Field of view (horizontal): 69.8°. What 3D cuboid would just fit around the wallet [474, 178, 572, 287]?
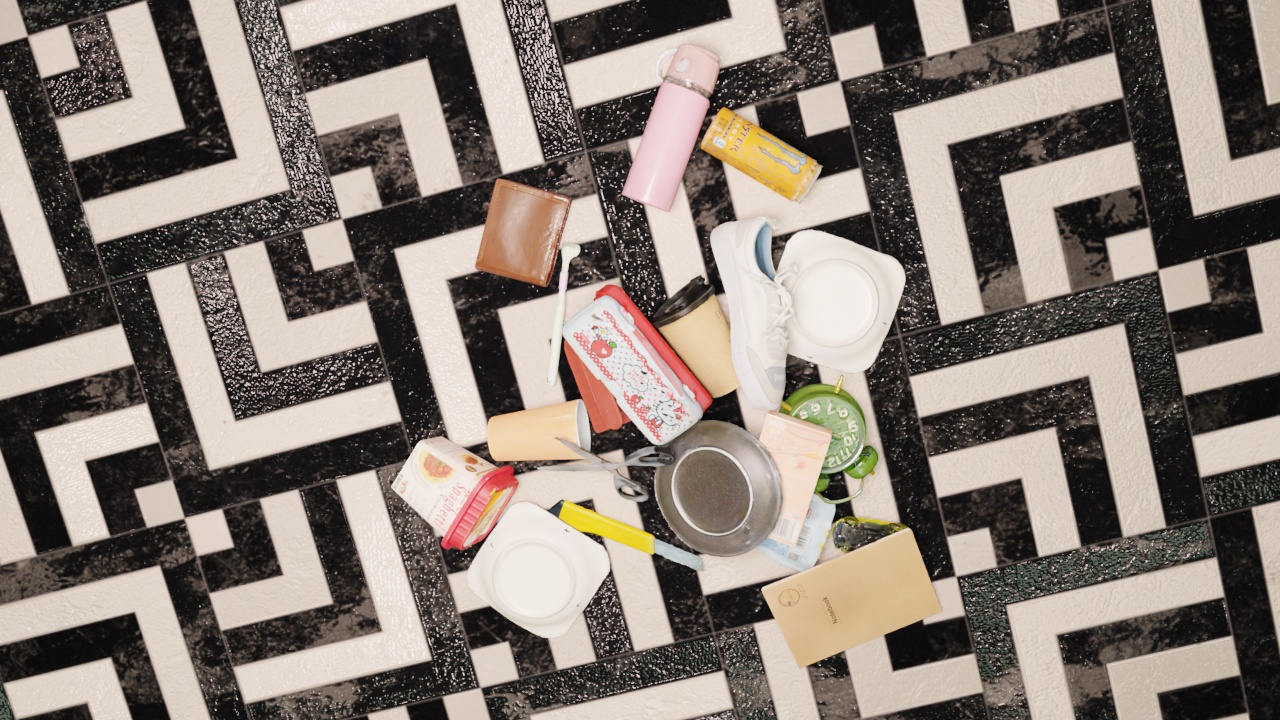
[{"bbox_3d":[-0.152,-0.165,1.184,0.101,0.032,0.124,16,97,4],"label":"wallet"}]

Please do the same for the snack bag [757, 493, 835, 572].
[{"bbox_3d":[0.151,0.205,1.210,0.191,0.038,0.110,19,104,3],"label":"snack bag"}]

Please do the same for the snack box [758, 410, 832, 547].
[{"bbox_3d":[0.179,0.148,1.154,0.084,0.026,0.157,19,105,14],"label":"snack box"}]

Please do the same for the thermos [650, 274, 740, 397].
[{"bbox_3d":[0.079,-0.028,1.163,0.093,0.093,0.143,-32,102,6],"label":"thermos"}]

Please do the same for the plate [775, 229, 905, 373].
[{"bbox_3d":[0.246,-0.074,1.174,0.163,0.034,0.164,19,97,1],"label":"plate"}]

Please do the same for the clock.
[{"bbox_3d":[0.240,0.107,1.184,0.116,0.056,0.161,-19,96,6],"label":"clock"}]

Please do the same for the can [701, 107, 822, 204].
[{"bbox_3d":[0.150,-0.255,1.144,0.146,0.058,0.058,30,97,-1],"label":"can"}]

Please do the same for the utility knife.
[{"bbox_3d":[-0.018,0.237,1.231,0.223,0.015,0.033,21,102,2],"label":"utility knife"}]

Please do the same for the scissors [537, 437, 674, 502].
[{"bbox_3d":[-0.041,0.137,1.176,0.181,0.014,0.159,-10,135,8],"label":"scissors"}]

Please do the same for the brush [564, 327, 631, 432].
[{"bbox_3d":[-0.055,0.017,1.180,0.063,0.069,0.146,-21,95,4],"label":"brush"}]

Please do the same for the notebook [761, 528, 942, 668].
[{"bbox_3d":[0.280,0.317,1.211,0.208,0.008,0.148,-24,112,5],"label":"notebook"}]

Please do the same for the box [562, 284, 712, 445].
[{"bbox_3d":[-0.008,0.008,1.146,0.100,0.095,0.201,-41,103,-6],"label":"box"}]

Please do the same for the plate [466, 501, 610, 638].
[{"bbox_3d":[-0.141,0.288,1.229,0.163,0.034,0.164,32,103,-2],"label":"plate"}]

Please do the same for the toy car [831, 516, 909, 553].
[{"bbox_3d":[0.304,0.230,1.207,0.105,0.032,0.048,7,105,2],"label":"toy car"}]

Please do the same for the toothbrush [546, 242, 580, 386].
[{"bbox_3d":[-0.104,-0.059,1.200,0.029,0.020,0.189,14,100,31],"label":"toothbrush"}]

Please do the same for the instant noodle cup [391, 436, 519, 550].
[{"bbox_3d":[-0.243,0.166,1.192,0.124,0.116,0.116,33,97,10],"label":"instant noodle cup"}]

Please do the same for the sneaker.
[{"bbox_3d":[0.159,-0.061,1.136,0.091,0.089,0.242,-13,87,34],"label":"sneaker"}]

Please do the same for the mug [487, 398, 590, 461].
[{"bbox_3d":[-0.132,0.095,1.194,0.123,0.078,0.078,-6,96,9],"label":"mug"}]

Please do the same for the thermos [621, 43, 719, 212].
[{"bbox_3d":[0.032,-0.292,1.146,0.087,0.067,0.199,23,99,29],"label":"thermos"}]

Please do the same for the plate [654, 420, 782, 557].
[{"bbox_3d":[0.093,0.164,1.165,0.180,0.024,0.179,3,96,29],"label":"plate"}]
